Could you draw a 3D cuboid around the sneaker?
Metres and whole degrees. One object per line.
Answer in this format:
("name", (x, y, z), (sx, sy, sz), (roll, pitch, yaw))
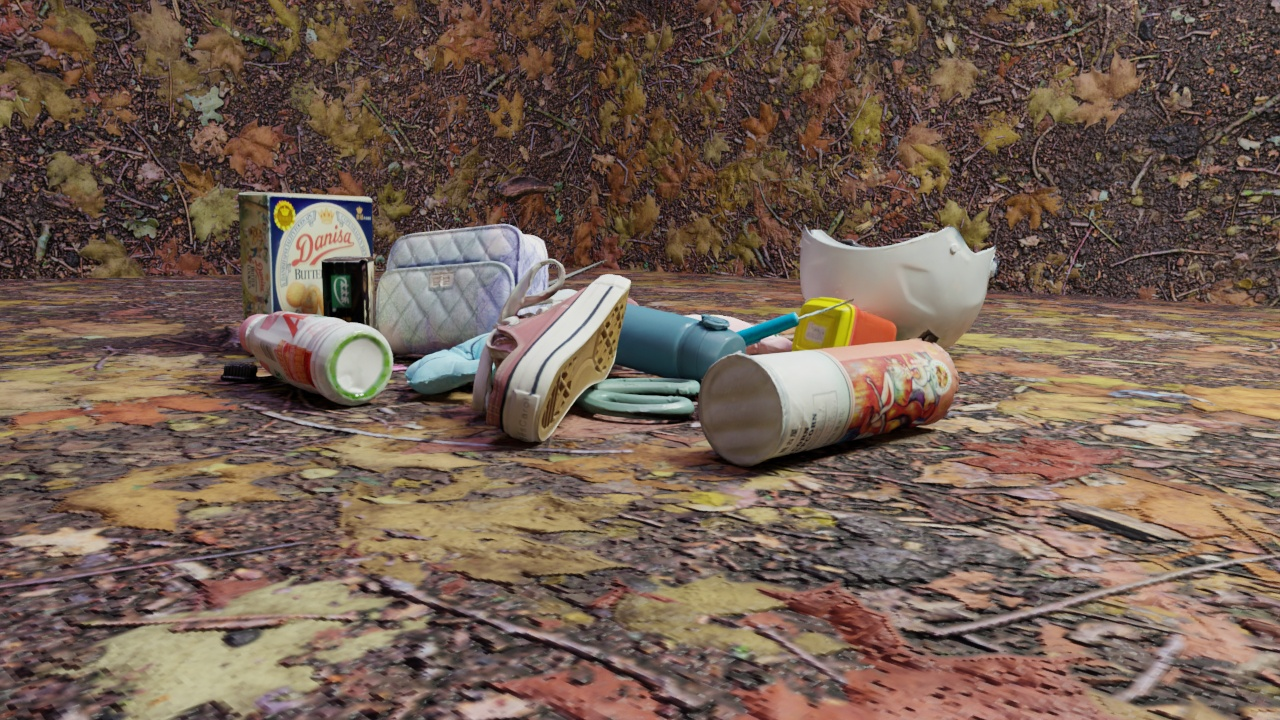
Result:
("sneaker", (-0.073, -0.016, 0.716), (0.088, 0.118, 0.240), (18, 27, 10))

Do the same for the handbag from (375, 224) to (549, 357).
("handbag", (-0.196, -0.073, 0.991), (0.194, 0.134, 0.075), (-2, -9, 30))

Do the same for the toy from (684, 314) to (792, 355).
("toy", (0.102, -0.023, 1.060), (0.159, 0.054, 0.121), (8, 3, 1))

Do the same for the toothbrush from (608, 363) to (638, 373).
("toothbrush", (-0.006, 0.006, 0.958), (0.187, 0.016, 0.017), (0, 0, -12))

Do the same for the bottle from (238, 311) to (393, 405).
("bottle", (-0.294, -0.010, 0.807), (0.068, 0.068, 0.197), (-7, 13, -44))

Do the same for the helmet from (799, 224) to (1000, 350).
("helmet", (0.305, -0.074, 1.105), (0.229, 0.146, 0.258), (7, 0, 28))

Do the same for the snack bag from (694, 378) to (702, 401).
("snack bag", (0.070, 0.029, 0.765), (0.048, 0.026, 0.104), (15, 10, 7))

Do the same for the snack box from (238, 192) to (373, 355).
("snack box", (-0.390, -0.105, 1.088), (0.046, 0.182, 0.177), (5, 10, 21))

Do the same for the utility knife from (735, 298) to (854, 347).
("utility knife", (0.128, -0.030, 0.959), (0.205, 0.018, 0.034), (-21, -11, 27))

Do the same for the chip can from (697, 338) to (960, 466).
("chip can", (0.139, 0.024, 0.646), (0.214, 0.071, 0.071), (-6, 11, -43))

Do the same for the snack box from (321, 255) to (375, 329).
("snack box", (-0.311, -0.055, 0.992), (0.053, 0.113, 0.125), (-1, 8, -8))

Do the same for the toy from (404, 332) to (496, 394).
("toy", (-0.139, 0.000, 0.847), (0.156, 0.050, 0.161), (-10, 6, -16))

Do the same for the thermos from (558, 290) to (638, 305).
("thermos", (-0.092, -0.053, 1.212), (0.199, 0.067, 0.087), (10, 38, 46))

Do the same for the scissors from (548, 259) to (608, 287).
("scissors", (-0.120, -0.087, 1.085), (0.170, 0.014, 0.151), (-30, 12, -20))

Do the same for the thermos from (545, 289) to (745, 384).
("thermos", (0.001, -0.023, 0.894), (0.221, 0.070, 0.070), (14, 15, 39))

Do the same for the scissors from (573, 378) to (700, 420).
("scissors", (-0.017, 0.028, 0.789), (0.175, 0.019, 0.175), (4, 9, 30))

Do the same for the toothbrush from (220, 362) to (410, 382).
("toothbrush", (-0.308, 0.008, 0.894), (0.188, 0.018, 0.014), (-3, 19, -37))

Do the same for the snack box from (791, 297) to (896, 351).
("snack box", (0.217, -0.021, 0.977), (0.080, 0.082, 0.091), (12, 4, -25))
